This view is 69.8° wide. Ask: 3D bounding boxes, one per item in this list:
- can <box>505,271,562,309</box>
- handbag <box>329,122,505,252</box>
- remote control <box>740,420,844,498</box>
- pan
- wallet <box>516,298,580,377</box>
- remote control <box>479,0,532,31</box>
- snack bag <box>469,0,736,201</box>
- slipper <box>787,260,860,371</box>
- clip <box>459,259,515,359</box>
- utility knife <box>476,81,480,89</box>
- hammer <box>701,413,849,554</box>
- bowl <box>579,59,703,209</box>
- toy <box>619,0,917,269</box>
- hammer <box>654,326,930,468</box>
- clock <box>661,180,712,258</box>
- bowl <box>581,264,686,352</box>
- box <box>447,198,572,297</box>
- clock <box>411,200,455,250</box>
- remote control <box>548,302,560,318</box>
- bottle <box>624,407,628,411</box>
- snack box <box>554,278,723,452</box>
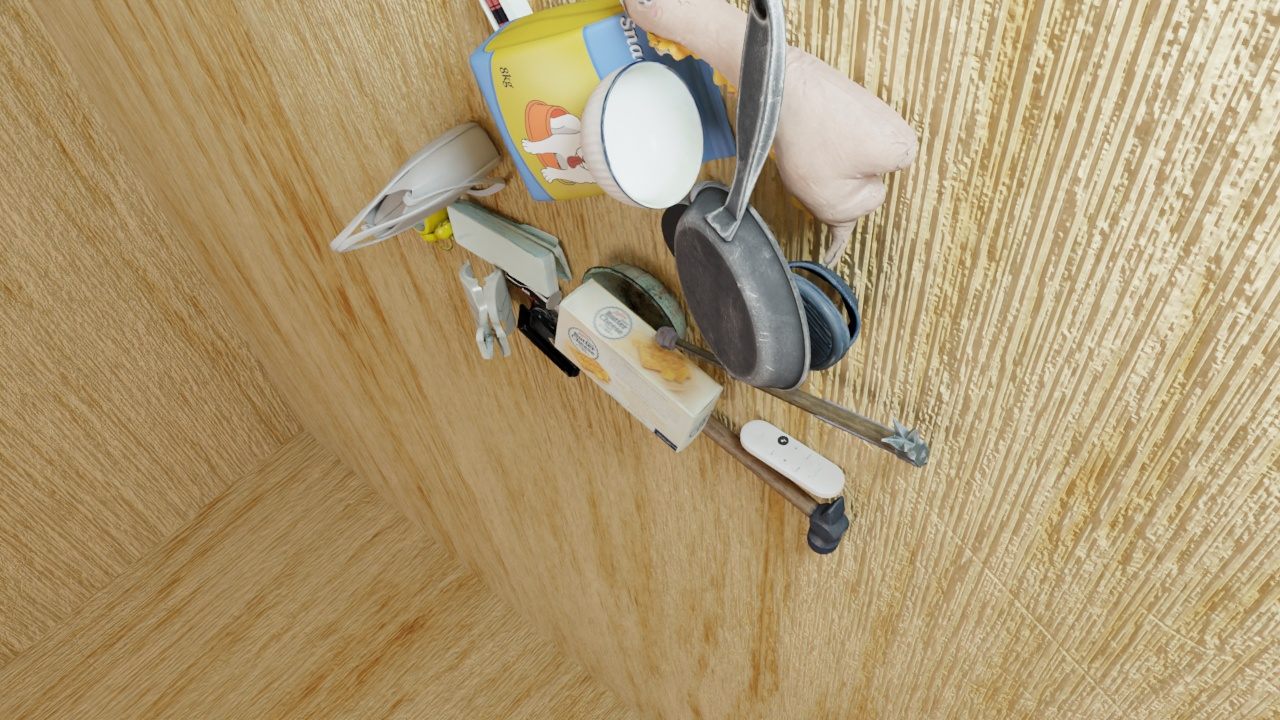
[{"bbox_3d":[-0.146,-0.103,1.254,0.080,0.031,0.032,36,152,22],"label":"can"},{"bbox_3d":[-0.285,-0.189,1.124,0.095,0.222,0.216,55,153,-13],"label":"handbag"},{"bbox_3d":[0.175,0.113,1.063,0.136,0.043,0.013,33,151,27],"label":"remote control"},{"bbox_3d":[0.078,-0.114,0.710,0.187,0.055,0.357,55,162,39],"label":"pan"},{"bbox_3d":[-0.125,-0.032,1.301,0.115,0.026,0.089,43,156,8],"label":"wallet"},{"bbox_3d":[-0.119,-0.319,0.915,0.050,0.024,0.143,10,136,51],"label":"remote control"},{"bbox_3d":[-0.027,-0.238,0.826,0.206,0.102,0.159,-1,130,29],"label":"snack bag"},{"bbox_3d":[0.148,-0.050,0.847,0.101,0.082,0.264,50,173,0],"label":"slipper"},{"bbox_3d":[-0.221,-0.070,1.291,0.097,0.152,0.126,1,144,8],"label":"clip"},{"bbox_3d":[-0.118,-0.263,1.006,0.179,0.015,0.031,35,156,20],"label":"utility knife"},{"bbox_3d":[0.123,0.111,1.140,0.322,0.040,0.129,39,160,22],"label":"hammer"},{"bbox_3d":[-0.009,-0.184,0.761,0.062,0.117,0.118,5,133,45],"label":"bowl"},{"bbox_3d":[0.085,-0.200,0.717,0.264,0.065,0.197,35,144,11],"label":"toy"},{"bbox_3d":[0.145,0.032,0.942,0.317,0.028,0.147,26,176,31],"label":"hammer"},{"bbox_3d":[0.070,-0.126,0.893,0.094,0.035,0.123,45,153,4],"label":"clock"},{"bbox_3d":[0.000,-0.057,1.092,0.157,0.038,0.158,36,152,22],"label":"bowl"},{"bbox_3d":[-0.178,-0.155,1.214,0.199,0.066,0.083,30,169,33],"label":"box"},{"bbox_3d":[-0.294,-0.210,1.294,0.083,0.057,0.119,5,126,54],"label":"clock"},{"bbox_3d":[-0.102,-0.057,1.275,0.050,0.011,0.136,53,153,-13],"label":"remote control"},{"bbox_3d":[-0.018,0.021,1.226,0.044,0.044,0.109,27,149,35],"label":"bottle"},{"bbox_3d":[-0.006,0.006,1.077,0.208,0.057,0.104,40,153,13],"label":"snack box"}]
